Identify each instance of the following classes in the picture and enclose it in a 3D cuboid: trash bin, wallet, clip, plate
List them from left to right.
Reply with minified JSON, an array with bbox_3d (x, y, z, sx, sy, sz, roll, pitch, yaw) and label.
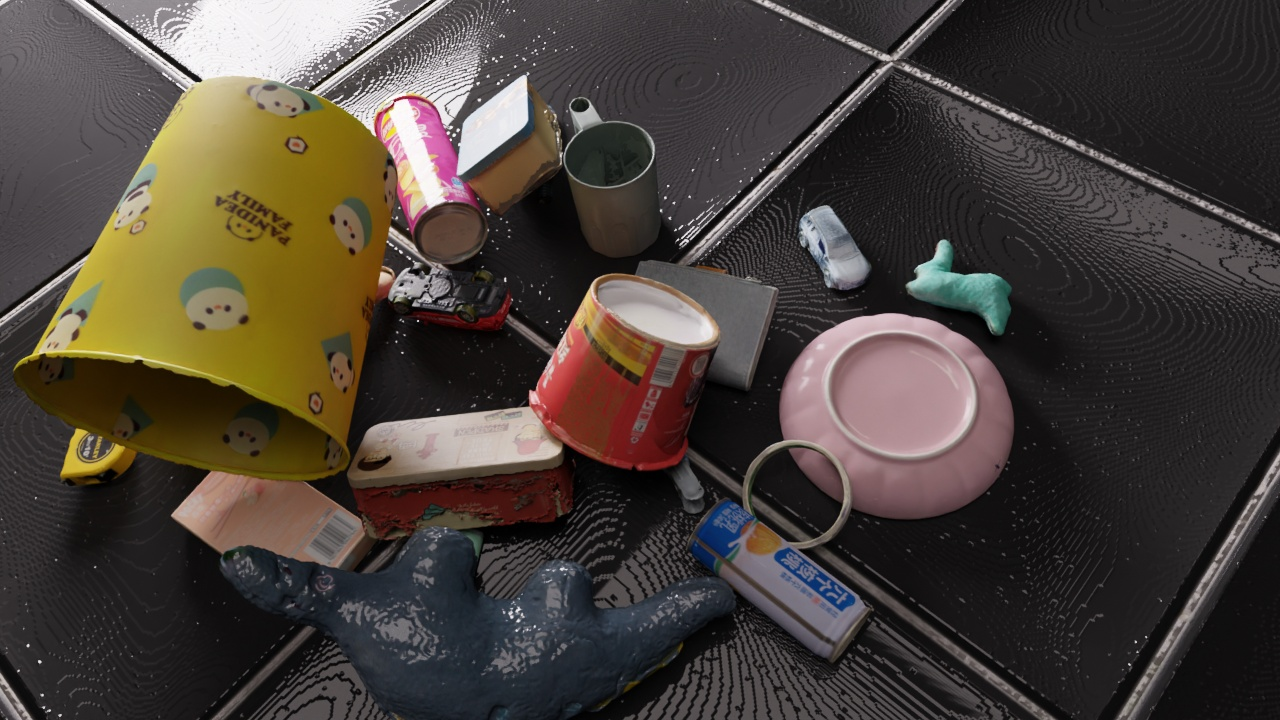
[{"bbox_3d":[-0.311,-0.064,0.719,0.230,0.230,0.254,4,65,9],"label":"trash bin"},{"bbox_3d":[0.036,0.098,0.755,0.024,0.029,0.057,-22,48,-10],"label":"clip"},{"bbox_3d":[0.049,-0.036,0.825,0.130,0.037,0.106,15,72,16],"label":"wallet"},{"bbox_3d":[0.212,0.035,0.759,0.192,0.039,0.192,-3,58,5],"label":"plate"}]

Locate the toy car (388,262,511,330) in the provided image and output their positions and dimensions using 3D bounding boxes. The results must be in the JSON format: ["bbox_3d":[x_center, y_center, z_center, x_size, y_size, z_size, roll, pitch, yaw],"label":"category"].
[{"bbox_3d":[-0.177,-0.056,0.857,0.121,0.045,0.052,11,58,20],"label":"toy car"}]

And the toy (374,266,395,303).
[{"bbox_3d":[-0.352,-0.064,0.867,0.225,0.083,0.143,-26,74,-13],"label":"toy"}]

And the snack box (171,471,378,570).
[{"bbox_3d":[-0.304,0.138,0.763,0.157,0.026,0.084,27,65,21],"label":"snack box"}]

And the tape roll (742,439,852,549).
[{"bbox_3d":[0.123,0.106,0.724,0.086,0.014,0.085,-6,74,20],"label":"tape roll"}]

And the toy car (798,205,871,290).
[{"bbox_3d":[0.181,-0.105,0.854,0.043,0.034,0.090,-18,60,-9],"label":"toy car"}]

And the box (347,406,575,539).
[{"bbox_3d":[-0.138,0.096,0.738,0.168,0.077,0.091,-7,27,3],"label":"box"}]

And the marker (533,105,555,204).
[{"bbox_3d":[-0.100,-0.218,0.962,0.018,0.022,0.130,-28,51,36],"label":"marker"}]

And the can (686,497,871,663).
[{"bbox_3d":[0.102,0.163,0.685,0.134,0.053,0.053,35,68,24],"label":"can"}]

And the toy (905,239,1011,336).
[{"bbox_3d":[0.286,-0.068,0.821,0.092,0.030,0.096,14,55,12],"label":"toy"}]

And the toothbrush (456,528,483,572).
[{"bbox_3d":[-0.155,0.232,0.688,0.027,0.026,0.224,10,60,0],"label":"toothbrush"}]

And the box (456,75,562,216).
[{"bbox_3d":[-0.126,-0.208,0.885,0.090,0.059,0.184,-35,28,12],"label":"box"}]

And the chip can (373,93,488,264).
[{"bbox_3d":[-0.208,-0.182,0.899,0.071,0.071,0.210,-22,48,-8],"label":"chip can"}]

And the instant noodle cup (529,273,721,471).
[{"bbox_3d":[-0.004,0.004,0.728,0.138,0.109,0.137,19,27,-11],"label":"instant noodle cup"}]

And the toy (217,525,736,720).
[{"bbox_3d":[-0.111,0.195,0.642,0.356,0.091,0.138,10,94,-13],"label":"toy"}]

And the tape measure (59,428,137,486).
[{"bbox_3d":[-0.478,0.082,0.816,0.057,0.029,0.060,-7,58,3],"label":"tape measure"}]

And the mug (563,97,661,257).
[{"bbox_3d":[-0.031,-0.174,0.878,0.083,0.103,0.124,-22,58,-7],"label":"mug"}]

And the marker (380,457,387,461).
[{"bbox_3d":[-0.173,0.070,0.793,0.132,0.020,0.022,-8,37,2],"label":"marker"}]
